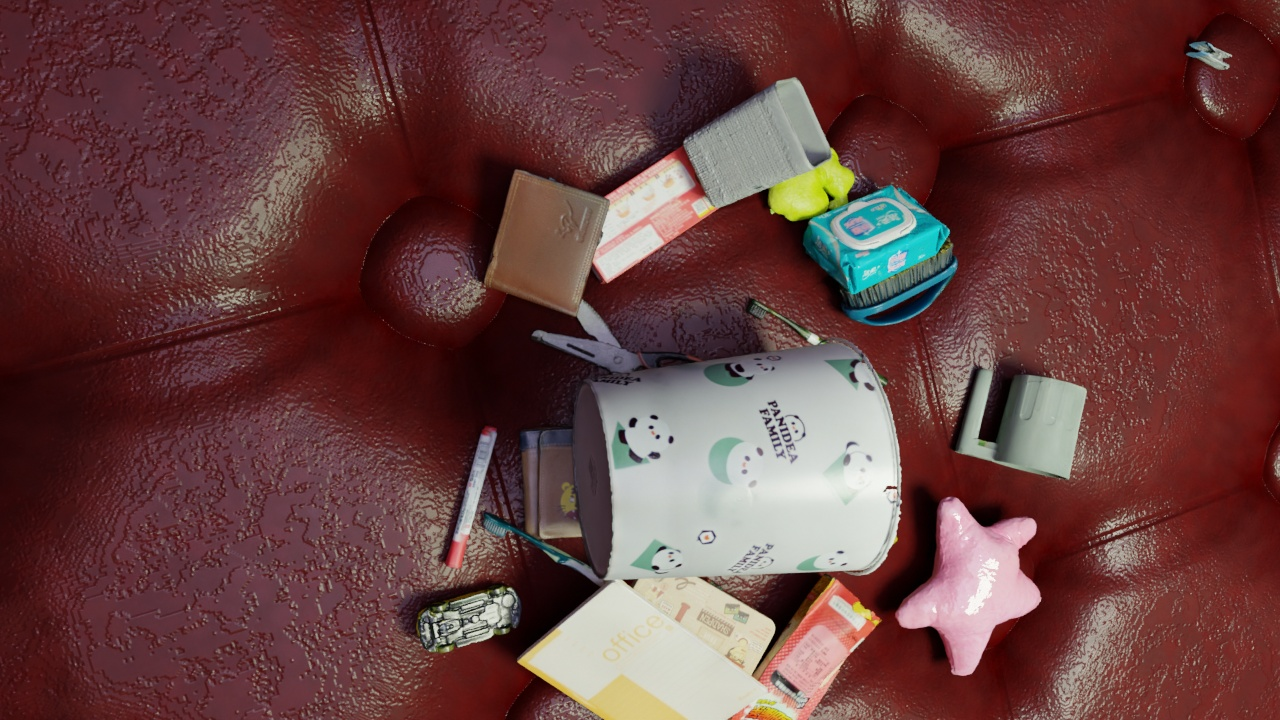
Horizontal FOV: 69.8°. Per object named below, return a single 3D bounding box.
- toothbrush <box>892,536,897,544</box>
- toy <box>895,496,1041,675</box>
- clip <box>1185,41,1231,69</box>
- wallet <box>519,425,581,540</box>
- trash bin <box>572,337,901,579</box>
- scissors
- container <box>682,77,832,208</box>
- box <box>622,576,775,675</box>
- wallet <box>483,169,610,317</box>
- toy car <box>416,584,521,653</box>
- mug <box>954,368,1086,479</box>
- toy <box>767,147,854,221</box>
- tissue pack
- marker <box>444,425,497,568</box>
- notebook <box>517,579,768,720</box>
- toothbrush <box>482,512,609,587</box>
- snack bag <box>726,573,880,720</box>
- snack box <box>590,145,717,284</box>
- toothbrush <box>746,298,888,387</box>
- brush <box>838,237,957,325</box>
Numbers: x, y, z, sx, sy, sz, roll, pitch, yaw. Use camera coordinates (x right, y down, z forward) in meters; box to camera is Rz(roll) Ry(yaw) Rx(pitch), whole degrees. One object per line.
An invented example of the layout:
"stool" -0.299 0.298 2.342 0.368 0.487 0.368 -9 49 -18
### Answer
"toothbrush" 0.201 0.165 1.013 0.190 0.016 0.016 25 90 -13
"toy" 0.379 0.259 1.030 0.178 0.075 0.194 19 90 -16
"clip" 0.693 -0.371 1.113 0.057 0.025 0.036 16 94 -19
"wallet" -0.077 0.124 0.937 0.090 0.033 0.115 -2 95 -15
"trash bin" 0.075 0.100 0.860 0.251 0.230 0.229 -4 92 -14
"scissors" -0.006 0.015 0.958 0.189 0.015 0.226 -16 96 -13
"container" 0.115 -0.215 0.923 0.115 0.090 0.090 -22 98 31
"box" 0.043 0.264 0.953 0.168 0.078 0.091 33 83 -18
"wallet" -0.092 -0.116 0.908 0.101 0.032 0.124 17 99 -5
"toy car" -0.171 0.256 0.917 0.105 0.032 0.048 -11 94 -25
"mug" 0.432 0.070 1.040 0.124 0.083 0.103 15 87 11
"toy" 0.182 -0.187 0.990 0.100 0.031 0.096 -46 103 -9
"tissue pack" 0.248 -0.132 0.974 0.133 0.093 0.050 -25 138 -13
"marker" -0.169 0.137 0.921 0.017 0.017 0.145 16 88 -14
"notebook" 0.003 0.309 0.903 0.206 0.010 0.146 41 111 -18
"toothbrush" -0.077 0.198 0.903 0.192 0.016 0.018 25 98 17
"snack bag" 0.169 0.335 0.980 0.207 0.073 0.128 -52 130 -6
"snack box" 0.003 -0.151 0.950 0.152 0.025 0.075 -35 99 -10
"toothbrush" 0.195 -0.016 1.008 0.186 0.012 0.017 30 90 -13
"brush" 0.285 -0.080 1.008 0.143 0.055 0.073 -27 118 -12
